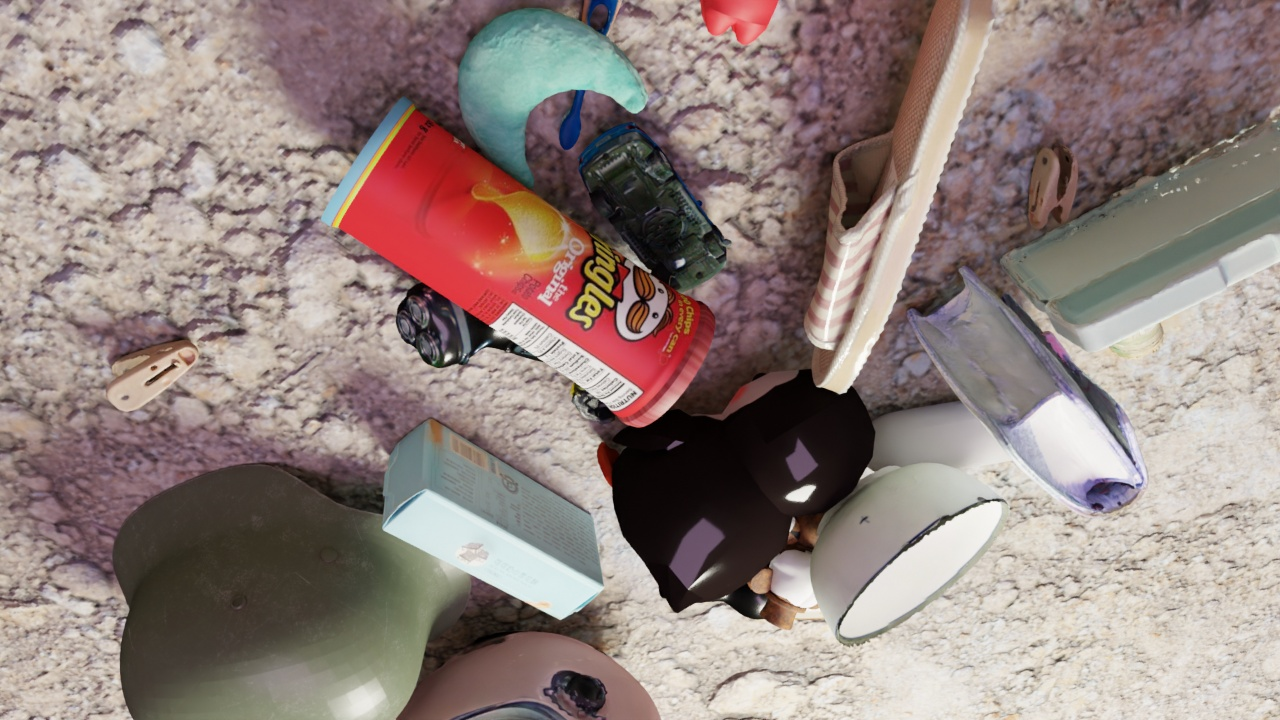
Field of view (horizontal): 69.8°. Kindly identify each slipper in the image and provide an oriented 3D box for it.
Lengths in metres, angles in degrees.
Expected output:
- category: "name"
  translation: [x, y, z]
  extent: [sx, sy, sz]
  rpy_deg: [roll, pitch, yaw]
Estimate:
- category: "slipper"
  translation: [0.139, -0.098, 0.543]
  extent: [0.052, 0.114, 0.264]
  rpy_deg: [15, 124, 2]

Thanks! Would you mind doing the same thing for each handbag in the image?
- category: "handbag"
  translation: [0.261, 0.018, 0.618]
  extent: [0.126, 0.158, 0.069]
  rpy_deg: [36, 111, -29]

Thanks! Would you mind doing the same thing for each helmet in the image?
- category: "helmet"
  translation: [-0.096, 0.323, 0.785]
  extent: [0.255, 0.152, 0.231]
  rpy_deg: [22, 123, -23]
- category: "helmet"
  translation: [-0.258, 0.209, 0.667]
  extent: [0.268, 0.153, 0.227]
  rpy_deg: [-9, 128, -4]

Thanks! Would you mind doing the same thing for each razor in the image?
- category: "razor"
  translation: [-0.083, -0.017, 0.585]
  extent: [0.140, 0.063, 0.053]
  rpy_deg: [12, 153, -26]

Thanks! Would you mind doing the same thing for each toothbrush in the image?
- category: "toothbrush"
  translation: [-0.025, -0.181, 0.506]
  extent: [0.021, 0.017, 0.135]
  rpy_deg: [7, 123, -20]

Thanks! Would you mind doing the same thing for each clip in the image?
- category: "clip"
  translation: [-0.307, 0.008, 0.581]
  extent: [0.050, 0.060, 0.026]
  rpy_deg: [0, 132, 24]
- category: "clip"
  translation: [0.276, -0.114, 0.606]
  extent: [0.049, 0.026, 0.061]
  rpy_deg: [13, 125, -21]

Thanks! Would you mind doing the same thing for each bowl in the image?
- category: "bowl"
  translation: [0.183, 0.129, 0.664]
  extent: [0.153, 0.073, 0.154]
  rpy_deg: [-23, 142, -19]

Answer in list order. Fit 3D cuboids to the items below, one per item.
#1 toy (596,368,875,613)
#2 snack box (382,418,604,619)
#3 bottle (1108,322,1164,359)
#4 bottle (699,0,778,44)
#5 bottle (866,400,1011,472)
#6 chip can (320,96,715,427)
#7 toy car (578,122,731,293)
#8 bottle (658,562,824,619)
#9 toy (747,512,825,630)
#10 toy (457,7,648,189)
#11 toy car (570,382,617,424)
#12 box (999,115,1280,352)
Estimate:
- category: "toy"
  translation: [0.079, 0.083, 0.642]
  extent: [0.184, 0.140, 0.159]
  rpy_deg: [-35, 120, 14]
- category: "snack box"
  translation: [-0.106, 0.120, 0.678]
  extent: [0.053, 0.075, 0.174]
  rpy_deg: [-42, 123, 19]
- category: "bottle"
  translation: [0.346, -0.049, 0.657]
  extent: [0.043, 0.043, 0.111]
  rpy_deg: [-29, 127, 12]
- category: "bottle"
  translation: [0.067, -0.234, 0.463]
  extent: [0.042, 0.041, 0.142]
  rpy_deg: [9, 124, -17]
- category: "bottle"
  translation: [0.225, 0.061, 0.710]
  extent: [0.195, 0.052, 0.052]
  rpy_deg: [-9, 128, -4]
- category: "chip can"
  translation: [-0.065, -0.052, 0.525]
  extent: [0.213, 0.087, 0.087]
  rpy_deg: [34, 115, -17]
- category: "toy car"
  translation: [0.010, -0.093, 0.558]
  extent: [0.056, 0.043, 0.120]
  rpy_deg: [-31, 129, 13]
- category: "bottle"
  translation: [0.105, 0.190, 0.780]
  extent: [0.181, 0.059, 0.059]
  rpy_deg: [3, 126, -12]
- category: "toy"
  translation: [0.127, 0.155, 0.732]
  extent: [0.087, 0.067, 0.112]
  rpy_deg: [22, 94, -25]
- category: "toy"
  translation: [-0.057, -0.148, 0.504]
  extent: [0.105, 0.033, 0.085]
  rpy_deg: [-29, 117, 29]
- category: "toy car"
  translation: [-0.004, 0.004, 0.637]
  extent: [0.107, 0.030, 0.049]
  rpy_deg: [-39, 125, 16]
- category: "box"
  translation: [0.344, -0.078, 0.573]
  extent: [0.197, 0.136, 0.044]
  rpy_deg: [-28, 114, 11]
